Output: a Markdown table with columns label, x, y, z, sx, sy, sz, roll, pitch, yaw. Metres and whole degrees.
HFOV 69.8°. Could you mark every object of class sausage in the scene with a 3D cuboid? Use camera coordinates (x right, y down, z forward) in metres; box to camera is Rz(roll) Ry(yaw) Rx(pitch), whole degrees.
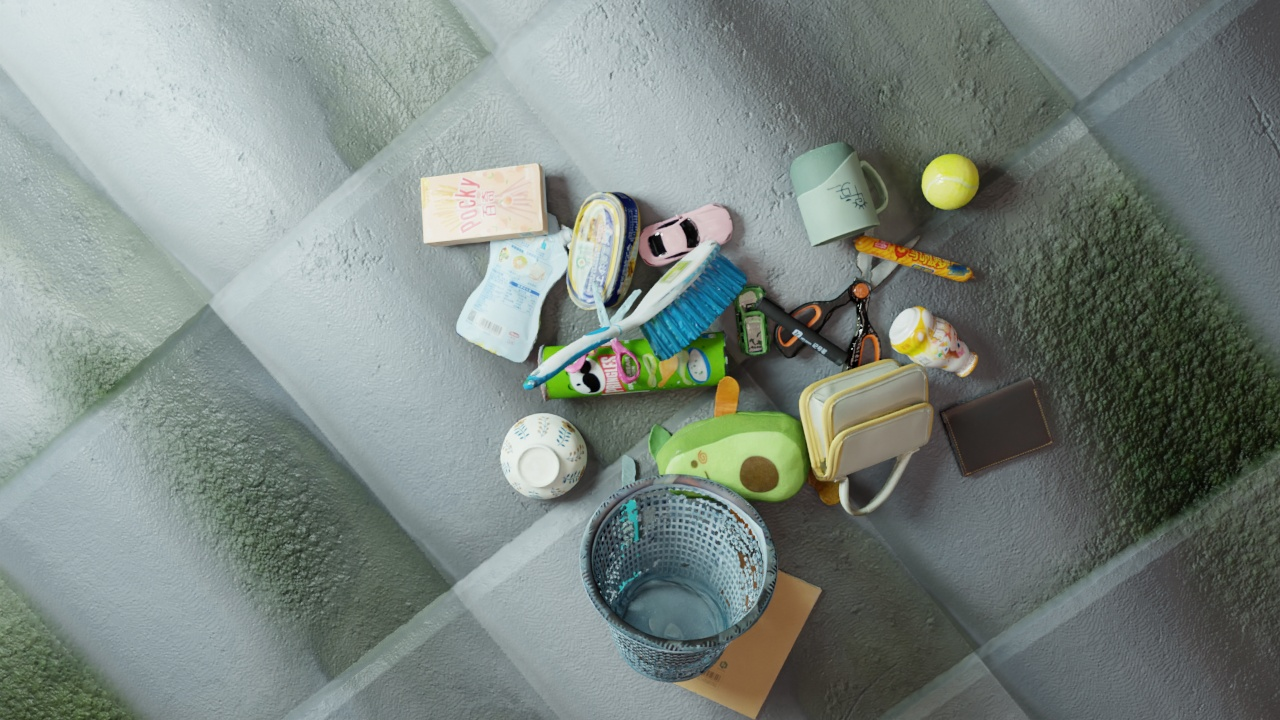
| label | x | y | z | sx | sy | sz | roll | pitch | yaw |
| --- | --- | --- | --- | --- | --- | --- | --- | --- | --- |
| sausage | 0.337 | -0.125 | 1.130 | 0.165 | 0.021 | 0.021 | 15 | 99 | -7 |

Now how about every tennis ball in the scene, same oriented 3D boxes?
| label | x | y | z | sx | sy | sz | roll | pitch | yaw |
| --- | --- | --- | --- | --- | --- | --- | --- | --- | --- |
| tennis ball | 0.371 | -0.214 | 1.100 | 0.065 | 0.065 | 0.065 | 1 | 99 | 3 |

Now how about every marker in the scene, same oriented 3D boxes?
| label | x | y | z | sx | sy | sz | roll | pitch | yaw |
| --- | --- | --- | --- | --- | --- | --- | --- | --- | --- |
| marker | 0.200 | -0.037 | 1.136 | 0.132 | 0.020 | 0.022 | 34 | 67 | -6 |

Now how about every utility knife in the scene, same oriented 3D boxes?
| label | x | y | z | sx | sy | sz | roll | pitch | yaw |
| --- | --- | --- | --- | --- | --- | --- | --- | --- | --- |
| utility knife | -0.016 | 0.227 | 1.219 | 0.029 | 0.013 | 0.209 | -1 | 99 | 3 |

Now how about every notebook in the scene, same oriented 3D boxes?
| label | x | y | z | sx | sy | sz | roll | pitch | yaw |
| --- | --- | --- | --- | --- | --- | --- | --- | --- | --- |
| notebook | 0.132 | 0.367 | 1.235 | 0.148 | 0.008 | 0.208 | 24 | 99 | -1 |

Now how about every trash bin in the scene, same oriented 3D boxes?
| label | x | y | z | sx | sy | sz | roll | pitch | yaw |
| --- | --- | --- | --- | --- | --- | --- | --- | --- | --- |
| trash bin | 0.040 | 0.283 | 1.116 | 0.226 | 0.226 | 0.195 | 6 | 140 | 2 |

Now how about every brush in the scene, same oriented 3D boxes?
| label | x | y | z | sx | sy | sz | roll | pitch | yaw |
| --- | --- | --- | --- | --- | --- | --- | --- | --- | --- |
| brush | 0.000 | -0.038 | 1.071 | 0.313 | 0.061 | 0.109 | -46 | 120 | -22 |

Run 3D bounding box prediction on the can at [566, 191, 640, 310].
| label | x | y | z | sx | sy | sz | roll | pitch | yaw |
| --- | --- | --- | --- | --- | --- | --- | --- | --- | --- |
| can | -0.046 | -0.135 | 1.134 | 0.075 | 0.049 | 0.148 | 17 | 105 | 19 |

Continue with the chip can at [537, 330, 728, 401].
| label | x | y | z | sx | sy | sz | roll | pitch | yaw |
| --- | --- | --- | --- | --- | --- | --- | --- | --- | --- |
| chip can | -0.007 | 0.007 | 1.155 | 0.236 | 0.072 | 0.072 | -5 | 99 | 3 |

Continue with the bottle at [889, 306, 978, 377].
| label | x | y | z | sx | sy | sz | roll | pitch | yaw |
| --- | --- | --- | --- | --- | --- | --- | --- | --- | --- |
| bottle | 0.364 | -0.020 | 1.134 | 0.108 | 0.063 | 0.063 | 29 | 99 | -13 |

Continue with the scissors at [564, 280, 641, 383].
| label | x | y | z | sx | sy | sz | roll | pitch | yaw |
| --- | --- | --- | --- | --- | --- | --- | --- | --- | --- |
| scissors | -0.035 | -0.028 | 1.109 | 0.128 | 0.017 | 0.133 | 39 | 95 | 3 |

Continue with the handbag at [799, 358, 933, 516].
| label | x | y | z | sx | sy | sz | roll | pitch | yaw |
| --- | --- | --- | --- | --- | --- | --- | --- | --- | --- |
| handbag | 0.287 | 0.100 | 1.126 | 0.163 | 0.063 | 0.179 | -17 | 104 | -21 |

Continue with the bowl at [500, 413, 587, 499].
| label | x | y | z | sx | sy | sz | roll | pitch | yaw |
| --- | --- | --- | --- | --- | --- | --- | --- | --- | --- |
| bowl | -0.128 | 0.130 | 1.187 | 0.113 | 0.062 | 0.113 | 0 | 100 | 2 |

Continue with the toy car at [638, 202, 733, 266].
| label | x | y | z | sx | sy | sz | roll | pitch | yaw |
| --- | --- | --- | --- | --- | --- | --- | --- | --- | --- |
| toy car | 0.056 | -0.156 | 1.143 | 0.122 | 0.037 | 0.056 | -20 | 99 | 5 |

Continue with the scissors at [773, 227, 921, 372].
| label | x | y | z | sx | sy | sz | roll | pitch | yaw |
| --- | --- | --- | --- | --- | --- | --- | --- | --- | --- |
| scissors | 0.269 | -0.065 | 1.155 | 0.221 | 0.021 | 0.222 | -25 | 99 | 1 |

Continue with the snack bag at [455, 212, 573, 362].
| label | x | y | z | sx | sy | sz | roll | pitch | yaw |
| --- | --- | --- | --- | --- | --- | --- | --- | --- | --- |
| snack bag | -0.157 | -0.102 | 1.161 | 0.110 | 0.038 | 0.191 | 26 | 96 | 16 |

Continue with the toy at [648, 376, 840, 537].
| label | x | y | z | sx | sy | sz | roll | pitch | yaw |
| --- | --- | --- | --- | --- | --- | --- | --- | --- | --- |
| toy | 0.134 | 0.123 | 1.154 | 0.247 | 0.090 | 0.227 | -8 | 105 | 6 |

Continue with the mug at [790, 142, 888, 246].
| label | x | y | z | sx | sy | sz | roll | pitch | yaw |
| --- | --- | --- | --- | --- | --- | --- | --- | --- | --- |
| mug | 0.243 | -0.203 | 1.101 | 0.111 | 0.082 | 0.106 | -17 | 88 | -16 |

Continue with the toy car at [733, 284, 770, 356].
| label | x | y | z | sx | sy | sz | roll | pitch | yaw |
| --- | --- | --- | --- | --- | --- | --- | --- | --- | --- |
| toy car | 0.142 | -0.050 | 1.156 | 0.043 | 0.036 | 0.091 | -7 | 95 | 6 |

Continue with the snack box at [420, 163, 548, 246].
| label | x | y | z | sx | sy | sz | roll | pitch | yaw |
| --- | --- | --- | --- | --- | --- | --- | --- | --- | --- |
| snack box | -0.194 | -0.192 | 1.140 | 0.157 | 0.026 | 0.084 | -5 | 87 | 11 |

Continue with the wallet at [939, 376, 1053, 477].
| label | x | y | z | sx | sy | sz | roll | pitch | yaw |
| --- | --- | --- | --- | --- | --- | --- | --- | --- | --- |
| wallet | 0.453 | 0.086 | 1.167 | 0.122 | 0.020 | 0.096 | -22 | 102 | 5 |
